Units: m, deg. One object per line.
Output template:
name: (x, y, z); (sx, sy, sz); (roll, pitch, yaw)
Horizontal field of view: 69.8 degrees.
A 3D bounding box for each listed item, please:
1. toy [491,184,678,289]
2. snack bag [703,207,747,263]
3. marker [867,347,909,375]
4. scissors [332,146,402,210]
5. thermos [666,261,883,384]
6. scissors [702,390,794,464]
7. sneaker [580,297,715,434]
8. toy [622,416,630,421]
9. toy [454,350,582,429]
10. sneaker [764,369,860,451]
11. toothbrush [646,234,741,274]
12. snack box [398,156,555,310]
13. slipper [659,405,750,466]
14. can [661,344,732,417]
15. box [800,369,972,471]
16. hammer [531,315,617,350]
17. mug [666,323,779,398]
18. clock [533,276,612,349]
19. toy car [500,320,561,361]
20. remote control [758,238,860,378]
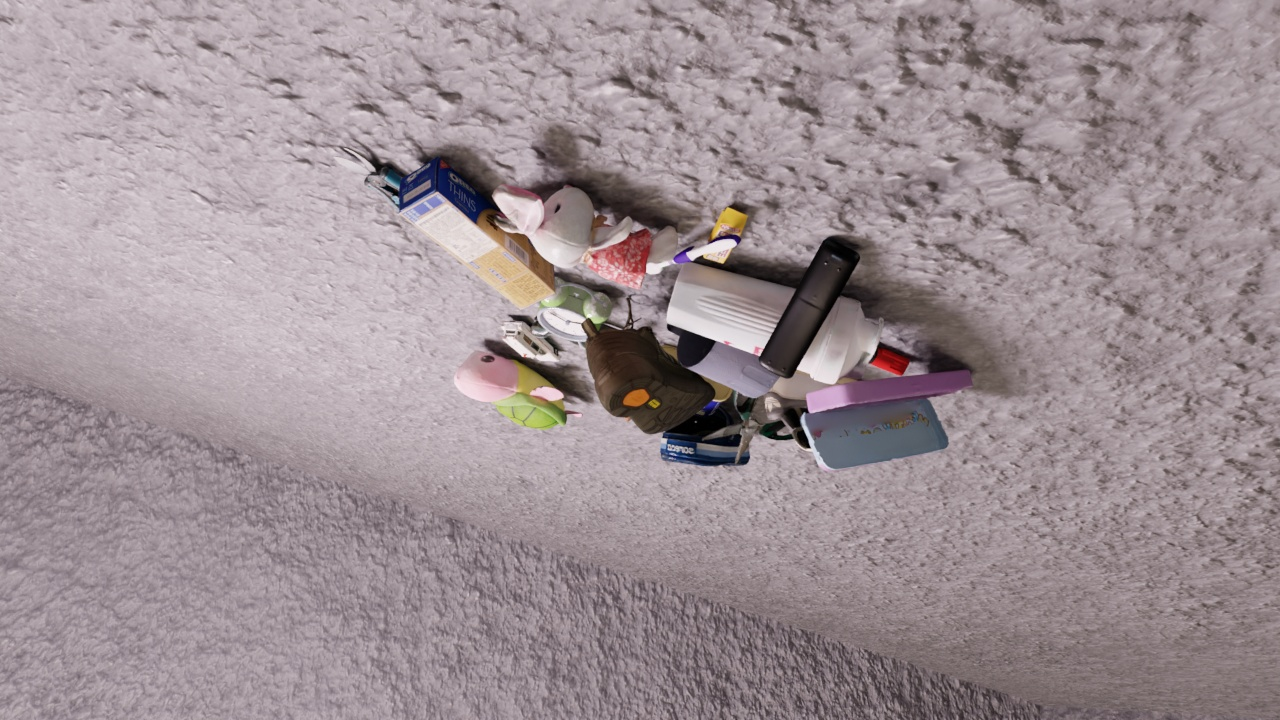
toy: (-0.058, -0.130, 0.931); (0.194, 0.084, 0.159); (14, 178, -5)
snack bag: (0.084, -0.124, 0.923); (0.026, 0.020, 0.099); (17, 159, -4)
marker: (0.244, -0.018, 1.066); (0.145, 0.021, 0.024); (21, 128, -13)
scissors: (-0.260, -0.186, 1.015); (0.124, 0.019, 0.156); (9, 158, 16)
thermos: (0.143, -0.043, 0.991); (0.220, 0.099, 0.099); (18, 159, 8)
scissors: (0.178, 0.061, 1.242); (0.201, 0.015, 0.202); (-12, 133, -23)
sneaker: (-0.006, 0.007, 1.123); (0.101, 0.143, 0.237); (-39, 154, 14)
toy: (-0.017, 0.068, 1.351); (0.055, 0.041, 0.102); (-14, 143, 13)
toy: (-0.189, 0.054, 1.454); (0.190, 0.087, 0.238); (20, 171, 42)
sneaker: (0.249, 0.077, 1.181); (0.241, 0.102, 0.089); (28, 155, -29)
toothbrush: (0.051, -0.110, 0.947); (0.015, 0.016, 0.187); (50, 156, -16)
snack box: (-0.175, -0.136, 1.011); (0.056, 0.057, 0.206); (-23, 142, 23)
slipper: (0.100, 0.108, 1.350); (0.105, 0.095, 0.252); (3, 179, 18)
can: (0.063, 0.031, 1.264); (0.116, 0.056, 0.092); (17, 160, -1)
box: (0.284, 0.070, 1.033); (0.213, 0.092, 0.089); (-4, 171, -34)
hammer: (-0.031, 0.021, 1.341); (0.130, 0.032, 0.319); (5, 156, 25)
mug: (0.100, -0.015, 1.113); (0.104, 0.084, 0.124); (26, 180, -28)
clock: (-0.086, -0.064, 1.150); (0.094, 0.042, 0.120); (19, 154, -6)
toy car: (-0.158, -0.021, 1.313); (0.039, 0.039, 0.113); (4, 155, 28)
remote control: (0.166, -0.049, 0.918); (0.041, 0.020, 0.152); (29, 118, 7)
